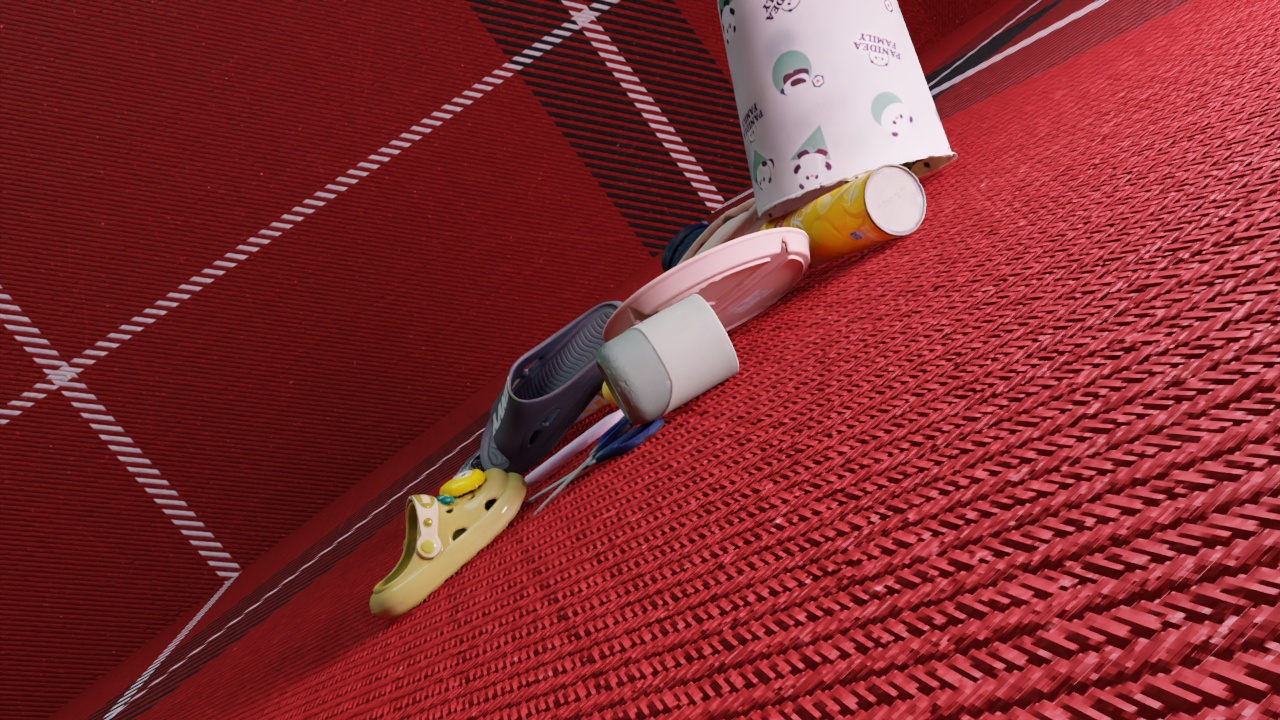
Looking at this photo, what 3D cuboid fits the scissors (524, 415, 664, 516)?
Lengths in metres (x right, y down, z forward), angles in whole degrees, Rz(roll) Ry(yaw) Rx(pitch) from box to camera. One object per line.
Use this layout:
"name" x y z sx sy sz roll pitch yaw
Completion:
"scissors" -0.041 0.091 0.870 0.176 0.012 0.162 -32 9 31

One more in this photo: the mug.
"mug" 0.022 0.006 0.828 0.106 0.082 0.112 -30 -19 -7

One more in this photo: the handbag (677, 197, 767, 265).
"handbag" 0.086 -0.108 1.203 0.234 0.093 0.193 -40 7 -12

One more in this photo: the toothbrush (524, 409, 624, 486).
"toothbrush" -0.048 0.072 0.978 0.189 0.021 0.029 -38 -20 -12

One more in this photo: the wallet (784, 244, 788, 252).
"wallet" 0.111 -0.086 0.988 0.097 0.019 0.121 -22 -13 -19

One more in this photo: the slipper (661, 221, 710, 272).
"slipper" 0.084 -0.163 1.413 0.252 0.095 0.105 -45 -32 -63

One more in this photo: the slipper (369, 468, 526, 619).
"slipper" -0.192 0.161 0.878 0.190 0.081 0.092 -44 13 -27

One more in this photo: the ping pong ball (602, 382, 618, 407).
"ping pong ball" -0.023 0.033 1.028 0.040 0.040 0.040 -36 8 5

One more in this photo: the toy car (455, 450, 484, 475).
"toy car" -0.220 0.140 1.297 0.105 0.031 0.049 -38 8 -14

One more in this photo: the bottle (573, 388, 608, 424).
"bottle" -0.053 0.021 1.128 0.190 0.068 0.067 -32 9 28

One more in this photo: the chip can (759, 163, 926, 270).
"chip can" 0.202 -0.139 0.952 0.072 0.072 0.214 -40 9 -20

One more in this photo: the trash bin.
"trash bin" 0.207 -0.310 1.027 0.229 0.252 0.229 -15 1 0

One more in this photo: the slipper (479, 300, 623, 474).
"slipper" -0.116 0.023 1.075 0.268 0.083 0.110 -46 43 15

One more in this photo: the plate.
"plate" 0.071 -0.060 0.925 0.229 0.028 0.230 -24 -14 -7
